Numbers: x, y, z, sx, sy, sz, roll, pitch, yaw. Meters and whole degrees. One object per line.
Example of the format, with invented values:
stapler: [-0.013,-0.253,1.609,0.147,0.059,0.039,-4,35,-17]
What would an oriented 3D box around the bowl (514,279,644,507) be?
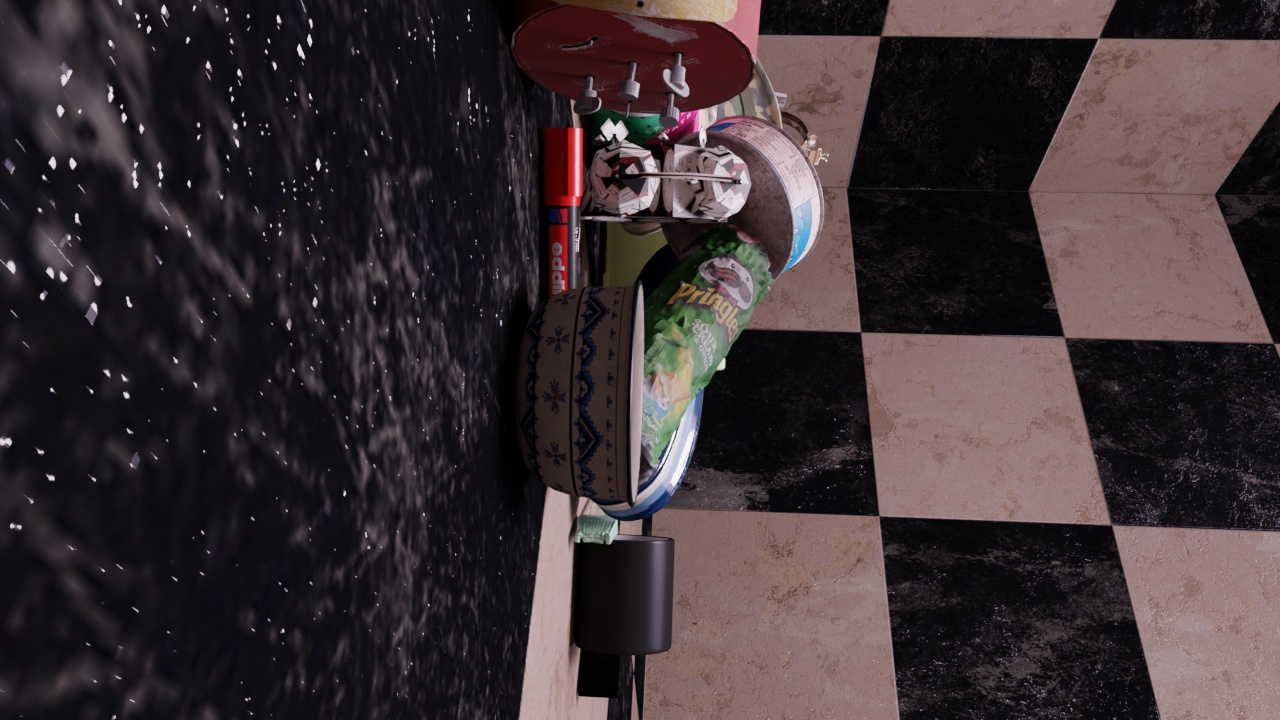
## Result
bowl: [-0.030,0.016,0.470,0.115,0.059,0.115,5,87,-87]

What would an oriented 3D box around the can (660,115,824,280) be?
can: [0.075,-0.120,0.713,0.044,0.130,0.130,-34,137,-39]

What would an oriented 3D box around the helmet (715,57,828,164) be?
helmet: [0.093,-0.258,1.042,0.192,0.236,0.225,-121,-167,-48]

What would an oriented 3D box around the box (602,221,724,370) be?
box: [0.026,-0.080,0.866,0.048,0.141,0.187,5,82,-54]

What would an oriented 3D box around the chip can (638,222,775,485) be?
chip can: [0.021,-0.009,0.625,0.222,0.075,0.076,-54,152,-44]

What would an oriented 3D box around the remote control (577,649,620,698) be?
remote control: [-0.032,0.226,0.821,0.013,0.034,0.149,88,5,-49]

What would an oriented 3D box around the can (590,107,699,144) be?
can: [0.001,-0.213,0.686,0.166,0.088,0.088,79,13,-77]

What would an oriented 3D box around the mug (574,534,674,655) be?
mug: [-0.020,0.190,0.761,0.114,0.078,0.088,166,-72,-66]

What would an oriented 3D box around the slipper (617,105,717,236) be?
slipper: [0.016,-0.230,0.856,0.054,0.115,0.272,33,47,-45]

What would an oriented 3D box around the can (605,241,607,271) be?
can: [0.001,-0.073,0.959,0.101,0.072,0.131,-43,135,-82]

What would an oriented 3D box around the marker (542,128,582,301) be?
marker: [-0.044,-0.057,0.521,0.021,0.023,0.145,-11,108,-44]

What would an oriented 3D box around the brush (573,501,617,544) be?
brush: [-0.033,0.126,0.792,0.217,0.033,0.012,-72,165,-86]

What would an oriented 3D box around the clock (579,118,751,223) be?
clock: [0.013,-0.128,0.626,0.155,0.114,0.065,-155,-115,-75]

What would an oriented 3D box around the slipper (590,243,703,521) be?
slipper: [-0.004,0.004,0.750,0.095,0.105,0.252,38,56,-38]

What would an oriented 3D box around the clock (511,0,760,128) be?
clock: [-0.002,-0.154,0.434,0.159,0.117,0.081,116,-20,-82]
